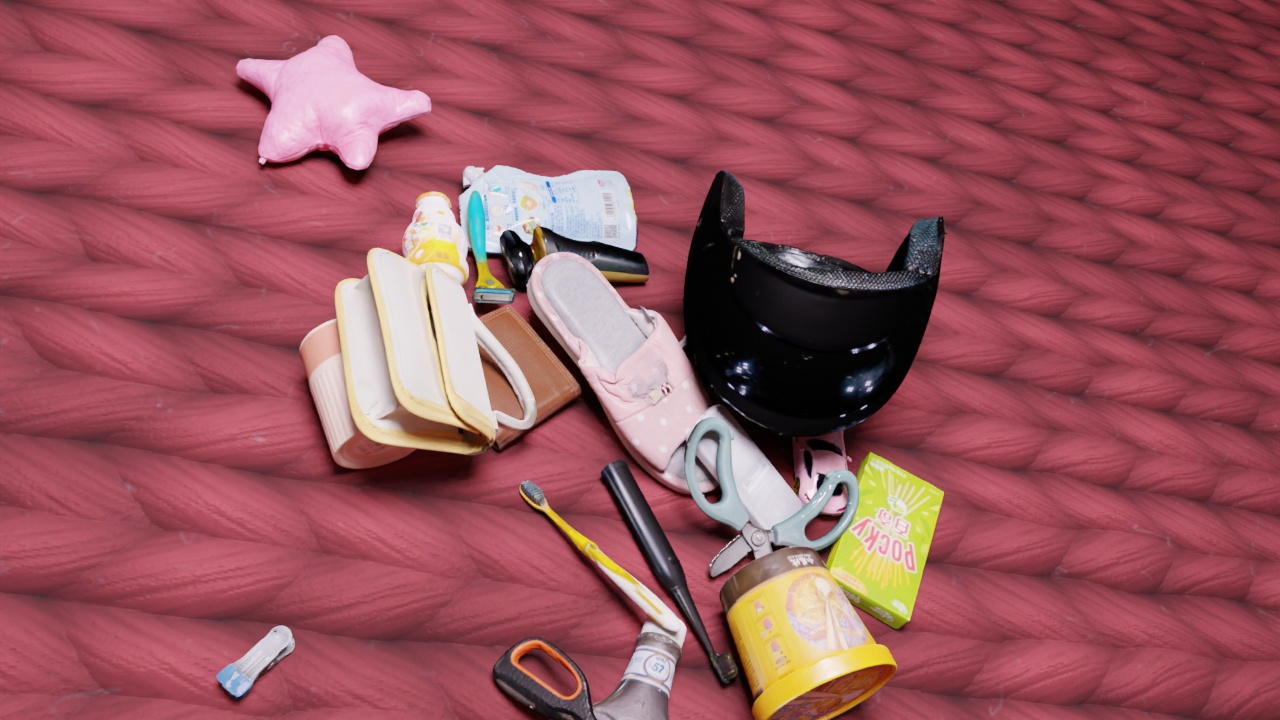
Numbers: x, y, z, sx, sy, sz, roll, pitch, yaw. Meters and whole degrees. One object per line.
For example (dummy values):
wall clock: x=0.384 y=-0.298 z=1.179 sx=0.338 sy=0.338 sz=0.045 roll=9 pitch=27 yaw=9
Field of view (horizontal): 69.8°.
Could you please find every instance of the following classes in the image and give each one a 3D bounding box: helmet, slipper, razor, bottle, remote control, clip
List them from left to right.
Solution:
clip: x=-0.276 y=0.217 z=0.663 sx=0.026 sy=0.037 sz=0.057 roll=38 pitch=55 yaw=11
bottle: x=-0.202 y=-0.116 z=0.903 sx=0.063 sy=0.063 sz=0.108 roll=3 pitch=55 yaw=-19
razor: x=-0.157 y=-0.113 z=0.916 sx=0.043 sy=0.028 sz=0.132 roll=-1 pitch=61 yaw=-26
razor: x=-0.066 y=-0.101 z=0.953 sx=0.167 sy=0.068 sz=0.062 roll=4 pitch=33 yaw=-29
bottle: x=-0.008 y=0.284 z=0.696 sx=0.080 sy=0.044 sz=0.194 roll=21 pitch=49 yaw=4
slipper: x=-0.005 y=0.005 z=0.868 sx=0.113 sy=0.055 sz=0.274 roll=-32 pitch=82 yaw=-37
remote control: x=0.097 y=0.106 z=0.853 sx=0.136 sy=0.020 sz=0.055 roll=51 pitch=52 yaw=-8
helmet: x=0.153 y=-0.050 z=0.885 sx=0.233 sy=0.230 sz=0.274 roll=14 pitch=8 yaw=2

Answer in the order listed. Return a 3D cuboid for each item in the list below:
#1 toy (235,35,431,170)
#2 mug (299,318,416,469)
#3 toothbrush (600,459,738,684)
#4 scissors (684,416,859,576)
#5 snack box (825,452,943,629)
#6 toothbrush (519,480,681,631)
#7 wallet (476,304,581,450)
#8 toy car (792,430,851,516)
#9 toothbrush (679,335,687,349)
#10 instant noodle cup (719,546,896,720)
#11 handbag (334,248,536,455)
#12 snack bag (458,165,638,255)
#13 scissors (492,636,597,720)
toy: x=-0.340 y=-0.267 z=0.961 sx=0.194 sy=0.075 sz=0.178 roll=34 pitch=61 yaw=11
mug: x=-0.224 y=0.029 z=0.787 sx=0.114 sy=0.082 sz=0.105 roll=11 pitch=47 yaw=-52
toothbrush: x=0.025 y=0.180 z=0.794 sx=0.026 sy=0.027 sz=0.212 roll=8 pitch=45 yaw=-55
scissors: x=0.114 y=0.116 z=0.830 sx=0.171 sy=0.019 sz=0.170 roll=-30 pitch=96 yaw=-19
snack box: x=0.234 y=0.169 z=0.880 sx=0.086 sy=0.026 sz=0.156 roll=30 pitch=51 yaw=3
toothbrush: x=-0.037 y=0.160 z=0.767 sx=0.191 sy=0.018 sz=0.016 roll=37 pitch=55 yaw=26
wallet: x=-0.130 y=0.013 z=0.859 sx=0.101 sy=0.032 sz=0.124 roll=-31 pitch=70 yaw=-32
toy car: x=0.178 y=0.097 z=0.907 sx=0.056 sy=0.037 sz=0.122 roll=13 pitch=51 yaw=-13
toothbrush: x=0.039 y=-0.005 z=0.943 sx=0.016 sy=0.016 sz=0.179 roll=39 pitch=52 yaw=2
instant noodle cup: x=0.128 y=0.225 z=0.748 sx=0.118 sy=0.119 sz=0.114 roll=-6 pitch=50 yaw=-24
handbag: x=-0.157 y=-0.003 z=0.770 sx=0.178 sy=0.063 sz=0.163 roll=18 pitch=45 yaw=-46
snack bag: x=-0.101 y=-0.162 z=0.990 sx=0.190 sy=0.039 sz=0.110 roll=-3 pitch=74 yaw=-20
scissors: x=-0.038 y=0.284 z=0.649 sx=0.227 sy=0.022 sz=0.221 roll=-32 pitch=48 yaw=-16
